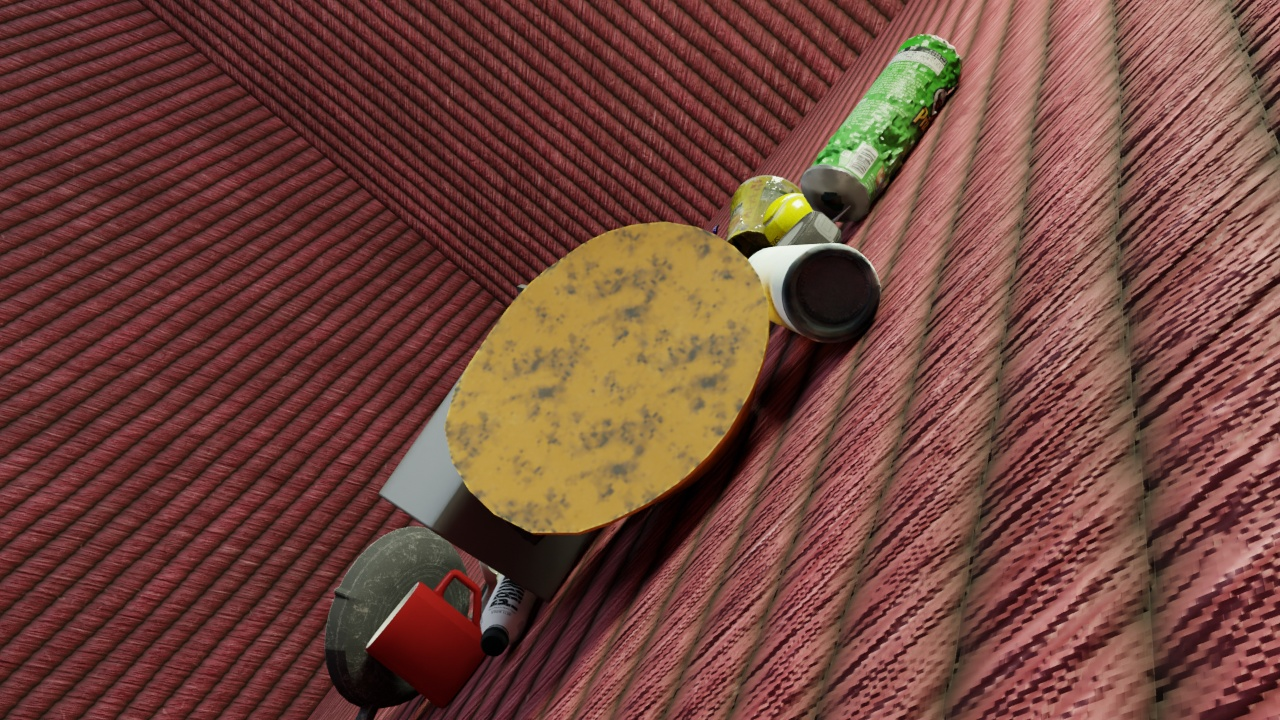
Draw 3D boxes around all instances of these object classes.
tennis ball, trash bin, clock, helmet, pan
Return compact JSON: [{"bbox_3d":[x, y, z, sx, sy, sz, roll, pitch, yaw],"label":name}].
[{"bbox_3d":[0.166,-0.147,0.990,0.065,0.065,0.065,-49,5,6],"label":"tennis ball"},{"bbox_3d":[-0.094,0.078,0.829,0.098,0.192,0.219,21,72,38],"label":"trash bin"},{"bbox_3d":[0.148,-0.092,0.869,0.123,0.044,0.091,-45,7,42],"label":"clock"},{"bbox_3d":[-0.007,0.030,0.700,0.255,0.205,0.131,-44,-31,-4],"label":"helmet"},{"bbox_3d":[-0.284,0.357,0.996,0.040,0.207,0.356,5,65,32],"label":"pan"}]

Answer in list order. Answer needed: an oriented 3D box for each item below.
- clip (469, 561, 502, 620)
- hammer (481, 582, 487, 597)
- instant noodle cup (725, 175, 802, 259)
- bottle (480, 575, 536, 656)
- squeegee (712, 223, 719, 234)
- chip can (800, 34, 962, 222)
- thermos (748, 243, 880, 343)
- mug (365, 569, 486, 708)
[{"bbox_3d":[-0.151,0.219,1.024,0.151,0.110,0.126,-39,4,6],"label":"clip"},{"bbox_3d":[-0.188,0.191,1.048,0.094,0.015,0.325,-55,-21,-23],"label":"hammer"},{"bbox_3d":[0.142,-0.148,1.076,0.102,0.102,0.108,-46,12,41],"label":"instant noodle cup"},{"bbox_3d":[-0.125,0.237,0.858,0.041,0.041,0.116,-49,5,13],"label":"bottle"},{"bbox_3d":[0.055,-0.059,1.306,0.250,0.055,0.184,94,-164,-66],"label":"squeegee"},{"bbox_3d":[0.241,-0.231,0.911,0.222,0.075,0.076,-52,6,-25],"label":"chip can"},{"bbox_3d":[0.122,-0.056,0.706,0.068,0.068,0.230,-50,6,5],"label":"thermos"},{"bbox_3d":[-0.205,0.277,0.941,0.116,0.096,0.080,-51,5,-14],"label":"mug"}]
